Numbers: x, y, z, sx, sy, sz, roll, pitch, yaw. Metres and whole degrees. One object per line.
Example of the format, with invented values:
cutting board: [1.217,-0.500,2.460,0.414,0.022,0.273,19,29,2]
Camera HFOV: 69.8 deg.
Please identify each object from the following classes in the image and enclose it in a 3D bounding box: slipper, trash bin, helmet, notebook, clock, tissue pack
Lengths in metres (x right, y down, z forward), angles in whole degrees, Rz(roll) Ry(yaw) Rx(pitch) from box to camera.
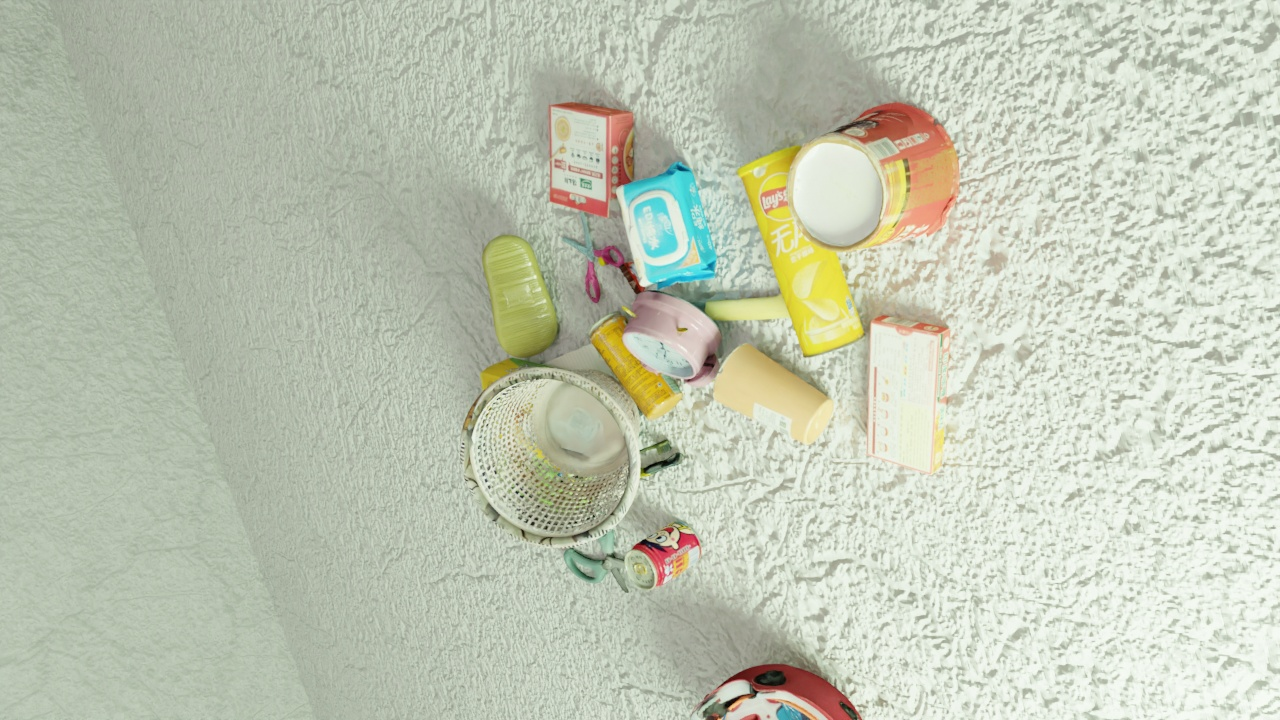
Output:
slipper: [-0.177,-0.099,1.342,0.081,0.091,0.191,-105,3,-63]
trash bin: [-0.092,0.102,1.186,0.228,0.191,0.227,3,102,12]
helmet: [0.192,0.473,1.154,0.241,0.143,0.207,-19,94,35]
notebook: [-0.092,0.063,1.366,0.210,0.012,0.150,-21,93,49]
clock: [0.040,-0.019,1.124,0.117,0.059,0.158,19,159,28]
tissue pack: [0.031,-0.155,1.080,0.090,0.063,0.140,-12,97,26]

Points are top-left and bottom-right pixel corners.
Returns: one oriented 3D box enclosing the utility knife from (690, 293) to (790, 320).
utility knife: [0.110,-0.062,1.087,0.214,0.022,0.031,-2,105,40]

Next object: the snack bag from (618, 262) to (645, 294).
snack bag: [0.015,-0.126,1.155,0.048,0.026,0.104,55,138,0]

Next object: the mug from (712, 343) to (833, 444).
mug: [0.154,0.042,1.049,0.123,0.078,0.078,31,128,29]

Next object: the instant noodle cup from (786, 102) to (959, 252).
instant noodle cup: [0.211,-0.168,0.864,0.138,0.108,0.138,22,122,40]

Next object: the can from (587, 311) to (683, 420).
can: [-0.007,0.007,1.214,0.146,0.058,0.058,53,137,15]

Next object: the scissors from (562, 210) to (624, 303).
scissors: [-0.066,-0.138,1.245,0.133,0.017,0.135,31,129,40]

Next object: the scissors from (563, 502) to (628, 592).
scissors: [-0.078,0.298,1.452,0.180,0.019,0.170,-35,82,48]

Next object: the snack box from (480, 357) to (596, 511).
snack box: [-0.154,0.113,1.389,0.158,0.069,0.210,13,118,40]

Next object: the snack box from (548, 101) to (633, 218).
snack box: [-0.064,-0.256,1.165,0.113,0.044,0.127,23,122,38]

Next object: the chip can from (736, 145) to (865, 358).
chip can: [0.170,-0.113,0.963,0.072,0.071,0.213,-15,97,49]

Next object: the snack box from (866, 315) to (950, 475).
snack box: [0.275,0.036,0.950,0.077,0.026,0.156,16,119,41]

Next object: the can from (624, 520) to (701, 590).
can: [0.031,0.269,1.264,0.066,0.093,0.067,22,122,39]

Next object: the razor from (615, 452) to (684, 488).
razor: [0.014,0.151,1.286,0.143,0.022,0.042,-25,45,46]

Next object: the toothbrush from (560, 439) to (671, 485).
toothbrush: [-0.037,0.148,1.290,0.186,0.012,0.017,-24,102,25]

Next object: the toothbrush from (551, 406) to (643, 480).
toothbrush: [-0.059,0.119,1.295,0.190,0.014,0.016,-41,92,20]
